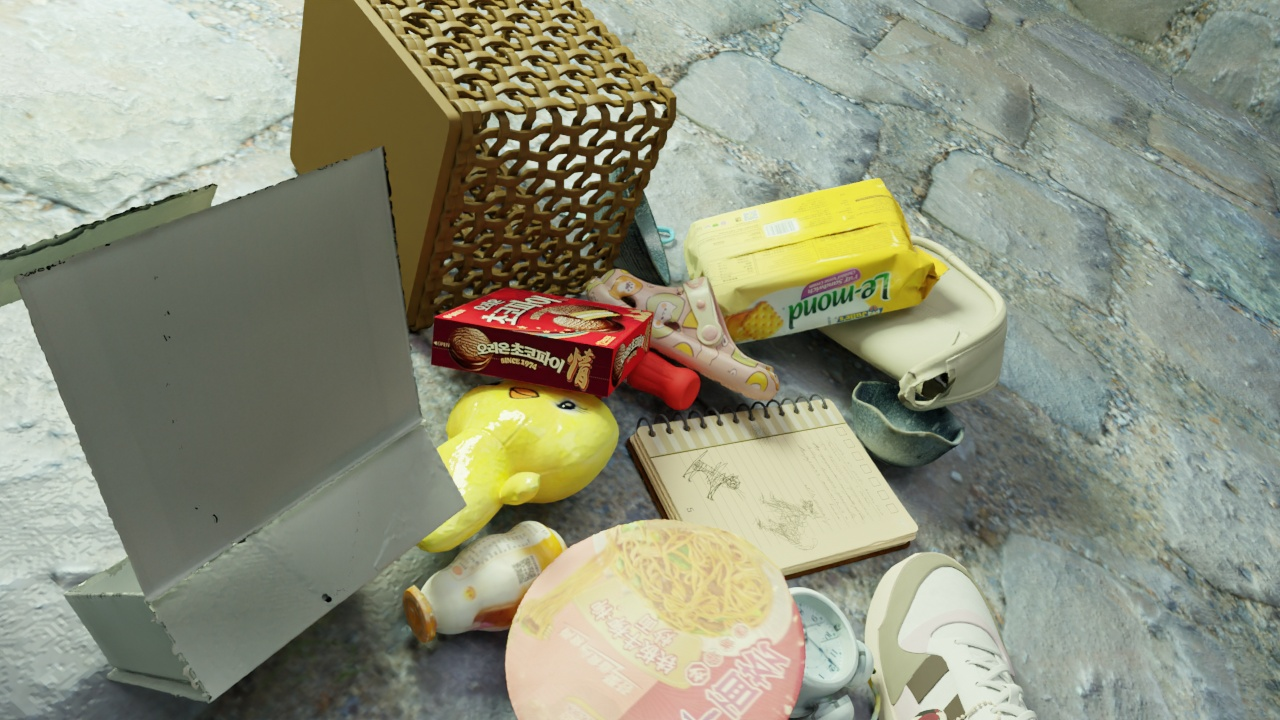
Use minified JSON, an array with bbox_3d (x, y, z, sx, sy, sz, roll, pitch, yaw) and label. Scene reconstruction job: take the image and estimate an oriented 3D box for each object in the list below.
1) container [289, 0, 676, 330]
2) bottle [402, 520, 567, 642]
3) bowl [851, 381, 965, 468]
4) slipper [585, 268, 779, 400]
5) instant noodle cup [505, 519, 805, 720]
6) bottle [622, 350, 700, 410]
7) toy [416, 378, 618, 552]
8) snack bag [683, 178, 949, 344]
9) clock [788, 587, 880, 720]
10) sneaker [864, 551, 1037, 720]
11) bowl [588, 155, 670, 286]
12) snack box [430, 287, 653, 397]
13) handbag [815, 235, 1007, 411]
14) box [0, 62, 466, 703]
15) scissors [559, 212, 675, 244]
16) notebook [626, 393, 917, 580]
[{"bbox_3d":[-0.153,-0.204,0.822,0.213,0.220,0.251,-17,56,-38],"label":"container"},{"bbox_3d":[-0.100,0.149,0.608,0.108,0.063,0.063,-17,57,-35],"label":"bottle"},{"bbox_3d":[0.242,0.066,0.859,0.110,0.055,0.110,16,22,-7],"label":"bowl"},{"bbox_3d":[0.047,-0.036,0.833,0.197,0.081,0.093,30,2,7],"label":"slipper"},{"bbox_3d":[0.011,0.194,0.570,0.179,0.078,0.178,-4,44,4],"label":"instant noodle cup"},{"bbox_3d":[-0.005,0.005,0.812,0.119,0.036,0.036,26,38,26],"label":"bottle"},{"bbox_3d":[-0.096,0.070,0.656,0.134,0.092,0.207,11,24,33],"label":"toy"},{"bbox_3d":[0.161,-0.104,0.917,0.247,0.068,0.159,-13,41,6],"label":"snack bag"},{"bbox_3d":[0.121,0.216,0.654,0.117,0.057,0.083,40,43,5],"label":"clock"},{"bbox_3d":[0.234,0.241,0.638,0.111,0.117,0.293,19,42,-8],"label":"sneaker"},{"bbox_3d":[-0.019,-0.131,0.923,0.057,0.137,0.136,-19,46,10],"label":"bowl"},{"bbox_3d":[-0.070,-0.019,0.721,0.133,0.036,0.151,10,14,9],"label":"snack box"},{"bbox_3d":[0.268,-0.021,0.934,0.183,0.132,0.229,-20,32,-20],"label":"handbag"},{"bbox_3d":[-0.202,0.035,0.457,0.165,0.331,0.166,27,41,24],"label":"box"},{"bbox_3d":[-0.018,-0.153,0.999,0.129,0.015,0.134,29,47,5],"label":"scissors"},{"bbox_3d":[0.114,0.105,0.788,0.225,0.024,0.167,-6,51,-31],"label":"notebook"}]
